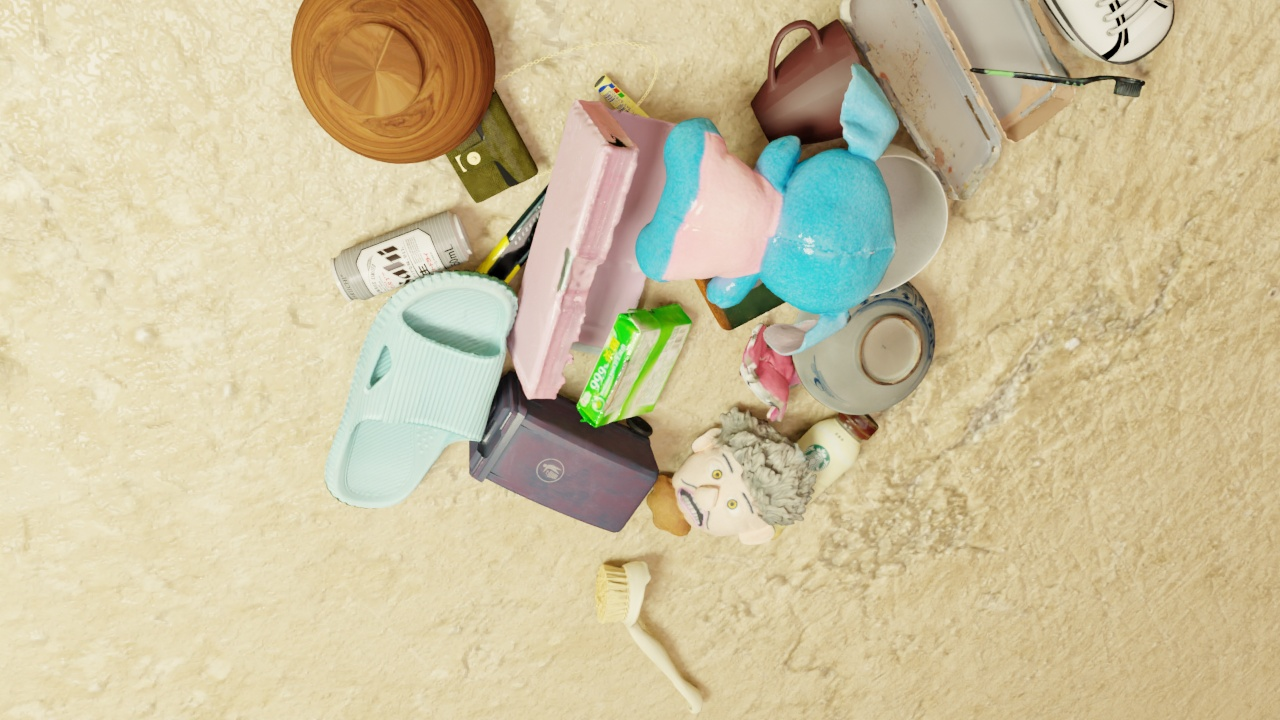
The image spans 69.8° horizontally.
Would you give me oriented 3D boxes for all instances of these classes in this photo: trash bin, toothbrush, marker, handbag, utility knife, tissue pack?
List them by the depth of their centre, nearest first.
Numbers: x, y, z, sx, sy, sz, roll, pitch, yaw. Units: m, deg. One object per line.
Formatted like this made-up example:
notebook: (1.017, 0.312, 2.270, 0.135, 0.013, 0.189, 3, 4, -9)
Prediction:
handbag: (-0.068, -0.194, 0.718, 0.178, 0.027, 0.084, -25, 122, 5)
marker: (0.014, -0.186, 0.758, 0.132, 0.014, 0.014, 38, 104, -28)
utility knife: (-0.085, -0.119, 0.769, 0.028, 0.020, 0.198, 33, 105, -29)
toothbrush: (0.355, -0.236, 0.775, 0.187, 0.014, 0.017, -3, 108, -20)
tissue pack: (-0.005, 0.005, 0.821, 0.099, 0.034, 0.114, -11, 132, -57)
trash bin: (-0.073, 0.083, 0.845, 0.160, 0.092, 0.094, 27, 109, -21)

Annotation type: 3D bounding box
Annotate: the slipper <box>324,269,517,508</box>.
slipper: (-0.194, 0.041, 0.784, 0.116, 0.069, 0.277, 18, 120, -26)

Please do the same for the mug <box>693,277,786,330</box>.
mug: (0.086, -0.085, 0.786, 0.081, 0.085, 0.111, -28, 143, 4)

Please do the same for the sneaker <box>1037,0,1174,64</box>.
sneaker: (0.360, -0.330, 0.719, 0.091, 0.097, 0.245, -43, 119, 11)

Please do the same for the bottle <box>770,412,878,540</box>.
bottle: (0.172, 0.111, 0.939, 0.056, 0.056, 0.162, 36, 105, -28)

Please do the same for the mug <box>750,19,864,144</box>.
mug: (0.130, -0.219, 0.729, 0.088, 0.087, 0.114, -26, 139, 16)

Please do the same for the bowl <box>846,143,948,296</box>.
bowl: (0.194, -0.128, 0.805, 0.131, 0.064, 0.132, -5, 122, -8)

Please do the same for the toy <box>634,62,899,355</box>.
toy: (0.101, -0.114, 0.690, 0.191, 0.098, 0.224, 11, 113, -6)

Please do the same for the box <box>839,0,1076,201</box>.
box: (0.265, -0.256, 0.761, 0.157, 0.063, 0.216, -49, 121, -9)

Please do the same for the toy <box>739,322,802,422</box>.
toy: (0.119, 0.007, 0.878, 0.065, 0.050, 0.102, -56, 131, -21)

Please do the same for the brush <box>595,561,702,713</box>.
brush: (0.016, 0.317, 1.020, 0.077, 0.061, 0.272, -16, 127, 13)

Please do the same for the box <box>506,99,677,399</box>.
box: (-0.025, -0.082, 0.751, 0.115, 0.099, 0.233, 4, 124, -25)

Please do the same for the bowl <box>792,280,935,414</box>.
bowl: (0.221, -0.015, 0.859, 0.150, 0.057, 0.151, -3, 102, -15)

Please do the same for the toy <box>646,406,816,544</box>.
toy: (0.082, 0.123, 0.903, 0.176, 0.132, 0.076, -28, 168, 20)

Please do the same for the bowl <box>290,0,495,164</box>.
bowl: (-0.179, -0.207, 0.648, 0.147, 0.068, 0.147, -1, 113, -2)

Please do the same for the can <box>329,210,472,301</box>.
can: (-0.193, -0.084, 0.745, 0.106, 0.044, 0.044, -21, 121, -2)
